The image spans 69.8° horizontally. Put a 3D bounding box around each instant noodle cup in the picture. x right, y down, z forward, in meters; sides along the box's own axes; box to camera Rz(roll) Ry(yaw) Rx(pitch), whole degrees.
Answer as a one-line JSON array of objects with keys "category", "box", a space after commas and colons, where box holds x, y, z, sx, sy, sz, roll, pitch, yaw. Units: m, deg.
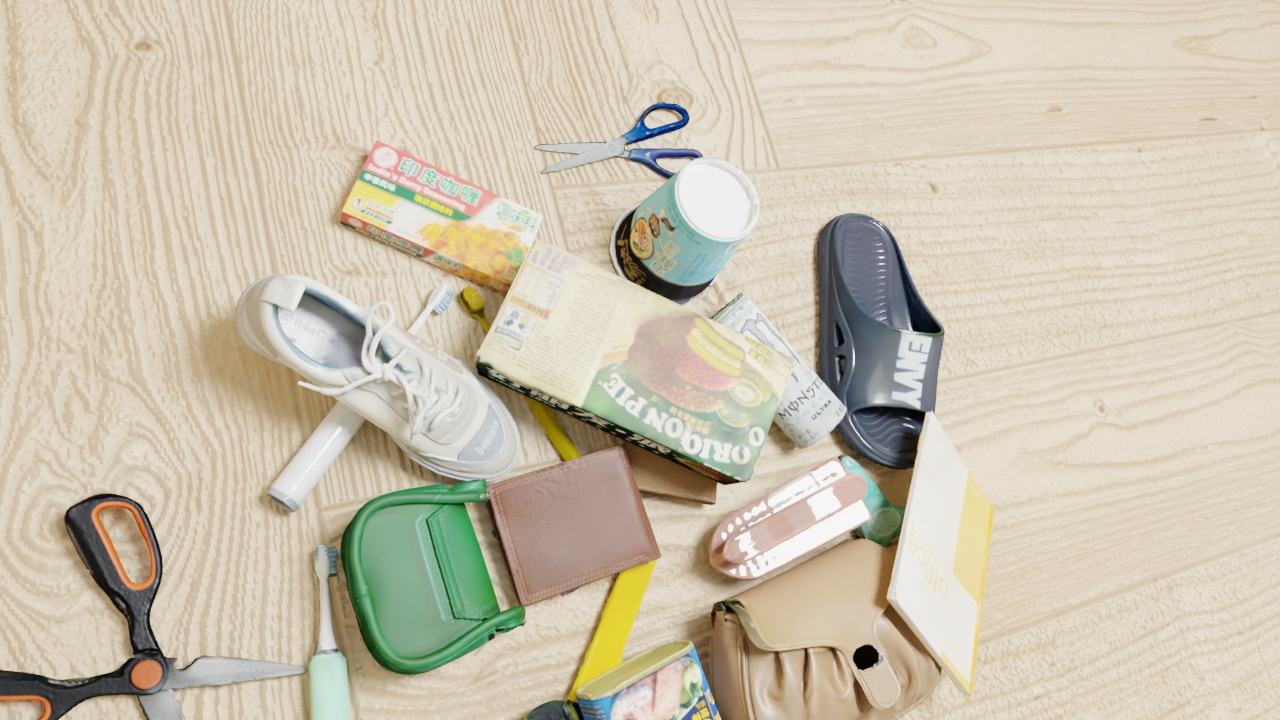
[{"category": "instant noodle cup", "box": [0.044, -0.120, 0.817, 0.111, 0.121, 0.111, 7, 70, -19]}]

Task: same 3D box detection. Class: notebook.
[{"category": "notebook", "box": [0.272, 0.167, 0.814, 0.146, 0.010, 0.205, 51, 44, -24]}]

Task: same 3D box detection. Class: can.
[{"category": "can", "box": [0.120, 0.010, 0.838, 0.058, 0.058, 0.146, -41, 91, -27]}, {"category": "can", "box": [0.009, 0.272, 0.699, 0.101, 0.057, 0.083, -18, 86, -33]}]

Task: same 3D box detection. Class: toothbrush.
[{"category": "toothbrush", "box": [-0.098, 0.017, 0.775, 0.015, 0.017, 0.190, -32, 86, -25]}, {"category": "toothbrush", "box": [-0.214, 0.022, 0.725, 0.220, 0.027, 0.026, -58, 140, -26]}, {"category": "toothbrush", "box": [-0.220, 0.243, 0.649, 0.027, 0.027, 0.224, 17, 60, -58]}]

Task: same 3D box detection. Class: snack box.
[{"category": "snack box", "box": [-0.004, 0.004, 0.755, 0.240, 0.063, 0.114, 24, 76, -6]}, {"category": "snack box", "box": [-0.169, -0.121, 0.789, 0.155, 0.027, 0.076, 23, 65, -13]}]

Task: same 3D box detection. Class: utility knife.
[{"category": "utility knife", "box": [-0.021, 0.220, 0.739, 0.033, 0.015, 0.153, 32, 63, -17]}]

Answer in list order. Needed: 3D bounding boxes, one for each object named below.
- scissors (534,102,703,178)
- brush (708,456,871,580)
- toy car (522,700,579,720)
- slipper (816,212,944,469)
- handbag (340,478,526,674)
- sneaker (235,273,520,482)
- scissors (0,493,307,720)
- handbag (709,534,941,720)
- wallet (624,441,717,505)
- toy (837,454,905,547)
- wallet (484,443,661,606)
[{"category": "scissors", "box": [-0.019, -0.214, 0.886, 0.171, 0.012, 0.140, 18, 69, -13]}, {"category": "brush", "box": [0.123, 0.139, 0.781, 0.145, 0.073, 0.063, -24, 77, -16]}, {"category": "toy car", "box": [-0.060, 0.301, 0.685, 0.043, 0.036, 0.091, -16, 80, -24]}, {"category": "slipper", "box": [0.232, -0.031, 0.883, 0.110, 0.083, 0.267, 3, 70, -18]}, {"category": "handbag", "box": [-0.155, 0.158, 0.678, 0.120, 0.068, 0.131, -16, 79, -25]}, {"category": "sneaker", "box": [-0.177, 0.012, 0.679, 0.242, 0.091, 0.089, 37, 65, -26]}, {"category": "scissors", "box": [-0.350, 0.199, 0.619, 0.234, 0.022, 0.220, -6, 80, -23]}, {"category": "handbag", "box": [0.154, 0.238, 0.751, 0.204, 0.100, 0.147, -17, 83, -31]}, {"category": "wallet", "box": [0.030, 0.063, 0.802, 0.090, 0.033, 0.115, 12, 70, -14]}, {"category": "toy", "box": [0.201, 0.134, 0.846, 0.096, 0.030, 0.092, -35, 82, -19]}, {"category": "wallet", "box": [-0.055, 0.132, 0.738, 0.124, 0.032, 0.101, -17, 84, -14]}]
